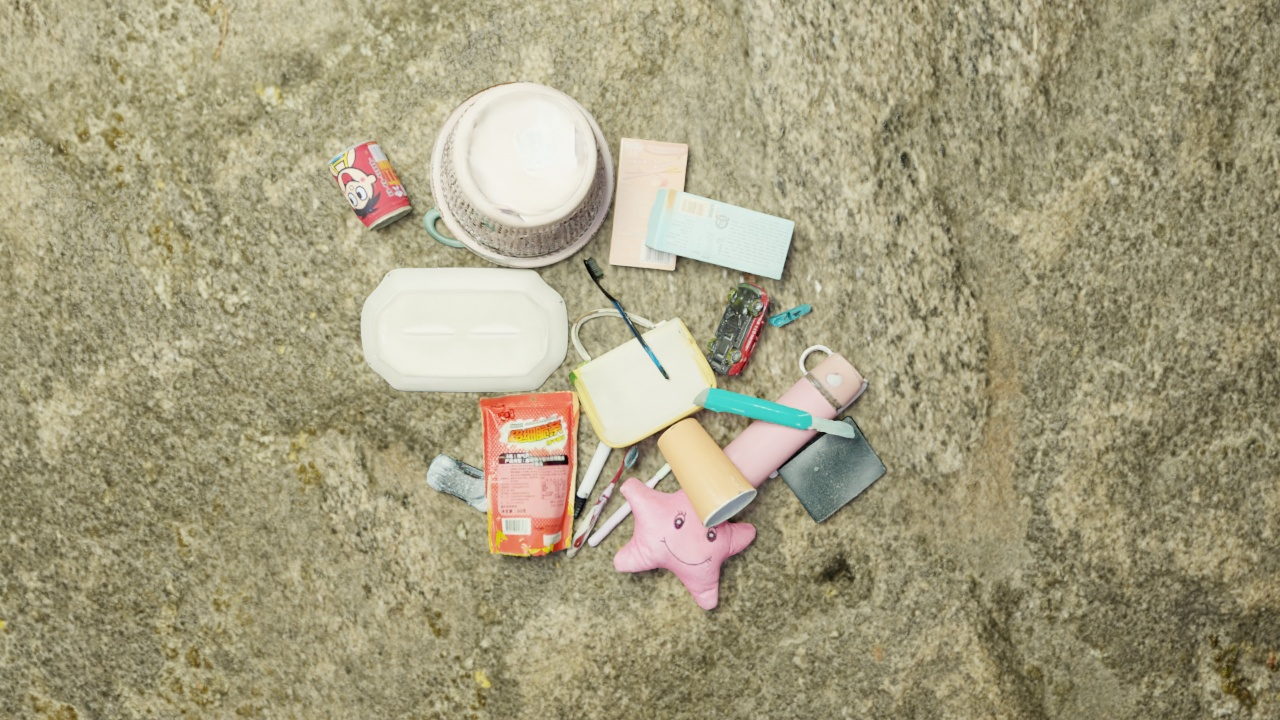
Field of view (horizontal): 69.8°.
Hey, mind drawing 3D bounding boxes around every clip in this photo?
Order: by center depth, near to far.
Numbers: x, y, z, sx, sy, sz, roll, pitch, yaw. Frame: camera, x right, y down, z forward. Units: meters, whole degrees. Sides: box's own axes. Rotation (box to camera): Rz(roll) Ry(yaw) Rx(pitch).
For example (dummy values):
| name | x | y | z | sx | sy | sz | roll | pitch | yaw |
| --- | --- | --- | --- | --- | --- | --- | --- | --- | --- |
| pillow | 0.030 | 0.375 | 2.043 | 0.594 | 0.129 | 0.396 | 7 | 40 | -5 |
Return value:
| name | x | y | z | sx | sy | sz | roll | pitch | yaw |
| --- | --- | --- | --- | --- | --- | --- | --- | --- | --- |
| clip | 0.192 | -0.058 | 1.176 | 0.057 | 0.048 | 0.014 | -22 | 97 | -2 |

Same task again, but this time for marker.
| name | x | y | z | sx | sy | sz | roll | pitch | yaw |
| --- | --- | --- | --- | --- | --- | --- | --- | --- | --- |
| marker | -0.065 | 0.148 | 1.203 | 0.022 | 0.018 | 0.131 | 25 | 98 | 5 |

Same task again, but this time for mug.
| name | x | y | z | sx | sy | sz | roll | pitch | yaw |
| --- | --- | --- | --- | --- | --- | --- | --- | --- | --- |
| mug | 0.078 | 0.136 | 1.140 | 0.078 | 0.078 | 0.122 | -37 | 67 | 4 |

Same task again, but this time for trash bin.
| name | x | y | z | sx | sy | sz | roll | pitch | yaw |
| --- | --- | --- | --- | --- | --- | --- | --- | --- | --- |
| trash bin | -0.131 | -0.222 | 1.046 | 0.227 | 0.192 | 0.227 | -1 | 95 | -8 |

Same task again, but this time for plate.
| name | x | y | z | sx | sy | sz | roll | pitch | yaw |
| --- | --- | --- | --- | --- | --- | --- | --- | --- | --- |
| plate | -0.225 | -0.036 | 1.163 | 0.266 | 0.034 | 0.162 | 1 | 98 | -1 |

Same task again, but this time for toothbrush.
| name | x | y | z | sx | sy | sz | roll | pitch | yaw |
| --- | --- | --- | --- | --- | --- | --- | --- | --- | --- |
| toothbrush | -0.017 | -0.054 | 1.146 | 0.016 | 0.014 | 0.189 | -33 | 76 | -9 |
| toothbrush | -0.049 | 0.186 | 1.193 | 0.016 | 0.017 | 0.188 | 25 | 109 | -17 |
| toothbrush | 0.232 | 0.089 | 1.200 | 0.016 | 0.016 | 0.180 | 44 | 95 | -9 |
| toothbrush | 0.001 | 0.180 | 1.209 | 0.189 | 0.029 | 0.021 | -44 | 55 | 6 |

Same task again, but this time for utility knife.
| name | x | y | z | sx | sy | sz | roll | pitch | yaw |
| --- | --- | --- | --- | --- | --- | --- | --- | --- | --- |
| utility knife | 0.166 | 0.067 | 1.129 | 0.209 | 0.013 | 0.029 | 14 | 96 | -7 |

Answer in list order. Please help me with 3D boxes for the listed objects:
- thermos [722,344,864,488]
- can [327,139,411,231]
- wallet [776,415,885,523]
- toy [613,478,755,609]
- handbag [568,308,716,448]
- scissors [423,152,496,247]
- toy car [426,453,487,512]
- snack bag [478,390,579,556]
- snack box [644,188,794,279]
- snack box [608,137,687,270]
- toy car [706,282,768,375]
| name | x | y | z | sx | sy | sz | roll | pitch | yaw |
| --- | --- | --- | --- | --- | --- | --- | --- | --- | --- |
| thermos | 0.189 | 0.068 | 1.175 | 0.199 | 0.067 | 0.087 | -45 | 74 | 6 |
| can | -0.328 | -0.212 | 1.118 | 0.066 | 0.066 | 0.094 | -28 | 98 | 3 |
| wallet | 0.251 | 0.142 | 1.200 | 0.121 | 0.019 | 0.097 | -37 | 105 | -1 |
| toy | 0.055 | 0.212 | 1.185 | 0.194 | 0.075 | 0.178 | 29 | 86 | -13 |
| handbag | -0.007 | 0.007 | 1.167 | 0.163 | 0.063 | 0.178 | -28 | 81 | 0 |
| scissors | -0.195 | -0.190 | 1.150 | 0.177 | 0.019 | 0.169 | 28 | 96 | -7 |
| toy car | -0.227 | 0.161 | 1.195 | 0.105 | 0.031 | 0.049 | 25 | 99 | -6 |
| snack bag | -0.141 | 0.144 | 1.178 | 0.128 | 0.073 | 0.208 | -2 | 94 | -15 |
| snack box | 0.097 | -0.155 | 1.127 | 0.174 | 0.051 | 0.074 | 12 | 99 | -15 |
| snack box | 0.009 | -0.195 | 1.148 | 0.084 | 0.026 | 0.157 | 6 | 98 | -2 |
| toy car | 0.125 | -0.039 | 1.162 | 0.045 | 0.053 | 0.120 | 11 | 106 | -42 |
